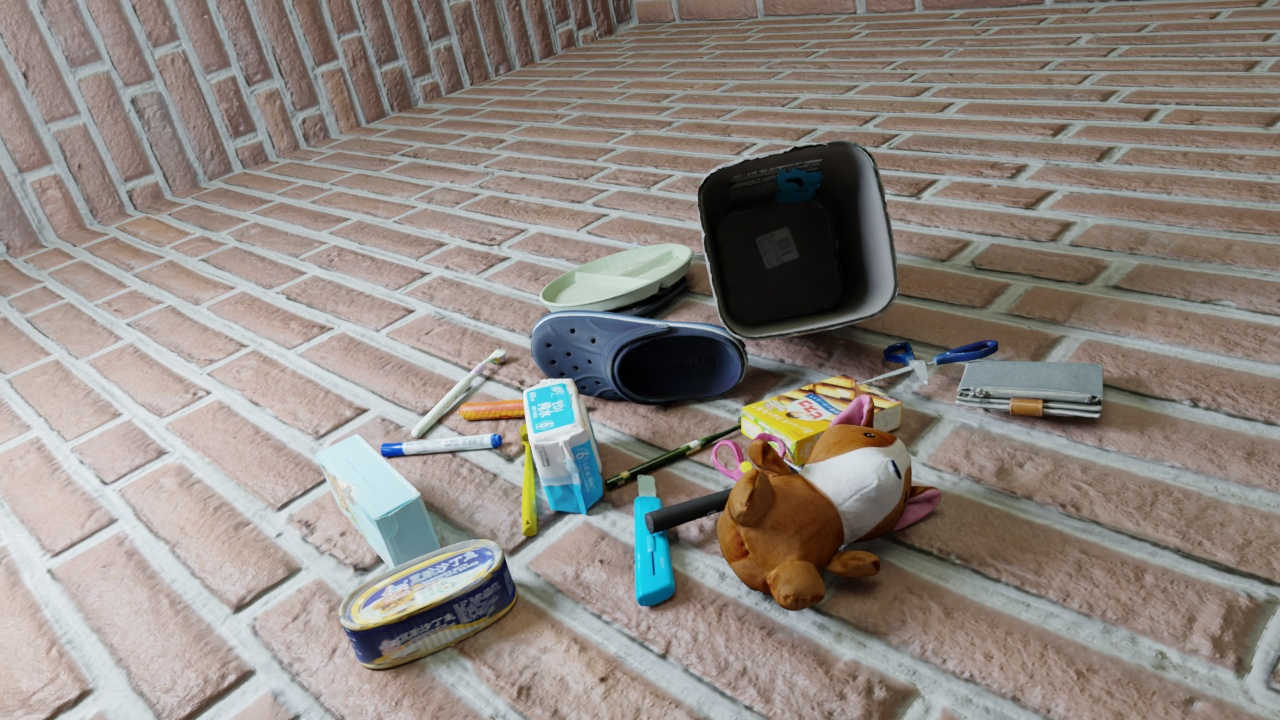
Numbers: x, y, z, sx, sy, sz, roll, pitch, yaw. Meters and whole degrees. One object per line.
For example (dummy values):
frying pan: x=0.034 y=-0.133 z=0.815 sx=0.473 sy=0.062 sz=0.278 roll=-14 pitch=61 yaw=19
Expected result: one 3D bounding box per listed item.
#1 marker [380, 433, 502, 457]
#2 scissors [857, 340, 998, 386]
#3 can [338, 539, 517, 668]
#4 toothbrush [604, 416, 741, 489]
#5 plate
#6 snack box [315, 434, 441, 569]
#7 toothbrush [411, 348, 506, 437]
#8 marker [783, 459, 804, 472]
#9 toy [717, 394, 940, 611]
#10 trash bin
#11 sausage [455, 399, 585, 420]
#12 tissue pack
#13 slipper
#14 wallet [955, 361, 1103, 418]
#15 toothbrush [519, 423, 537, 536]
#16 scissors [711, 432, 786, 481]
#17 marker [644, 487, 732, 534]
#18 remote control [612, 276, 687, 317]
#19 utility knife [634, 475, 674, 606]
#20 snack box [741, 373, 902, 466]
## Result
marker: x=-0.229 y=0.097 z=1.055 sx=0.146 sy=0.017 sz=0.016 roll=-6 pitch=29 yaw=12
scissors: x=0.303 y=0.001 z=0.977 sx=0.162 sy=0.012 sz=0.175 roll=-11 pitch=12 yaw=2
can: x=-0.183 y=0.210 z=0.797 sx=0.148 sy=0.049 sz=0.074 roll=-21 pitch=29 yaw=-14
toothbrush: x=0.045 y=0.093 z=0.959 sx=0.185 sy=0.012 sz=0.017 roll=-22 pitch=24 yaw=-18
plate: x=-0.033 y=-0.117 z=1.325 sx=0.230 sy=0.027 sz=0.230 roll=-16 pitch=20 yaw=6
snack box: x=-0.266 y=0.143 z=0.927 sx=0.051 sy=0.074 sz=0.175 roll=-28 pitch=32 yaw=-27
toothbrush: x=-0.228 y=0.040 z=1.159 sx=0.029 sy=0.020 sz=0.189 roll=-30 pitch=14 yaw=41
marker: x=0.157 y=0.101 z=0.893 sx=0.017 sy=0.017 sz=0.145 roll=-22 pitch=30 yaw=-18
toy: x=0.159 y=0.114 z=0.765 sx=0.199 sy=0.140 sz=0.131 roll=-22 pitch=-8 yaw=-32
trash bin: x=0.173 y=-0.130 z=1.074 sx=0.199 sy=0.198 sz=0.219 roll=-10 pitch=1 yaw=4
sausage: x=-0.144 y=0.057 z=1.089 sx=0.165 sy=0.021 sz=0.021 roll=-4 pitch=29 yaw=16
tissue pack: x=-0.077 y=0.084 z=0.940 sx=0.063 sy=0.090 sz=0.140 roll=-15 pitch=28 yaw=-4
slipper: x=-0.006 y=0.006 z=1.040 sx=0.253 sy=0.105 sz=0.095 roll=4 pitch=21 yaw=9
wallet: x=0.386 y=0.030 z=0.910 sx=0.130 sy=0.037 sz=0.106 roll=2 pitch=21 yaw=26
toothbrush: x=-0.119 y=0.121 z=0.967 sx=0.015 sy=0.017 sz=0.190 roll=-13 pitch=28 yaw=0
scissors: x=0.115 y=0.121 z=0.837 sx=0.076 sy=0.017 sz=0.137 roll=-16 pitch=50 yaw=-3
marker: x=0.065 y=0.132 z=0.849 sx=0.131 sy=0.022 sz=0.020 roll=-14 pitch=-9 yaw=-21
remote control: x=0.015 y=-0.083 z=1.277 sx=0.053 sy=0.024 sz=0.136 roll=8 pitch=33 yaw=42
utility knife: x=0.009 y=0.158 z=0.849 sx=0.034 sy=0.018 sz=0.185 roll=-12 pitch=27 yaw=3
snack box: x=0.182 y=0.058 z=0.925 sx=0.140 sy=0.034 sz=0.087 roll=-18 pitch=28 yaw=-26
